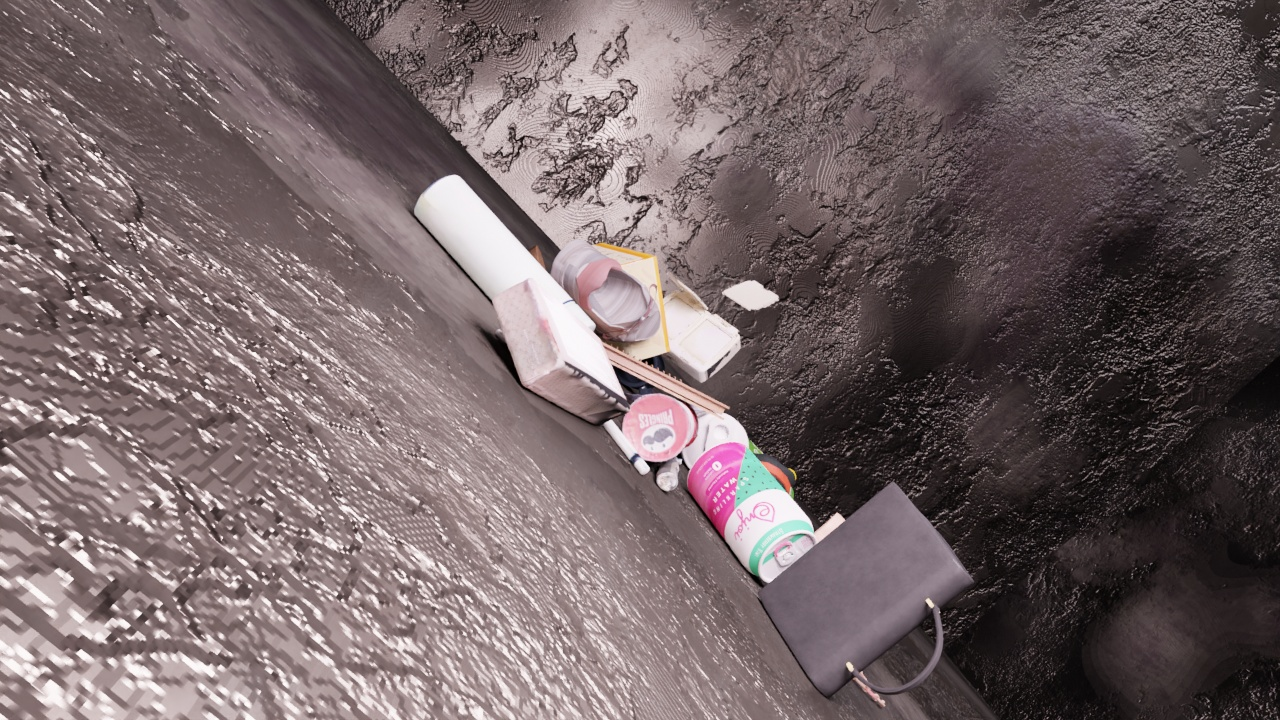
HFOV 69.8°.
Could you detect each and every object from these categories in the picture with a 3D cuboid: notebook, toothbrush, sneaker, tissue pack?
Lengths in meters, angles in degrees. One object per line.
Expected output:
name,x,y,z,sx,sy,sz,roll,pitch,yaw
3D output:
notebook,-0.007,0.007,1.153,0.210,0.022,0.169,27,0,-20
toothbrush,-0.043,0.050,0.962,0.186,0.017,0.012,50,8,33
sneaker,-0.022,-0.067,1.177,0.089,0.099,0.236,40,3,34
tissue pack,-0.078,-0.002,0.853,0.104,0.071,0.181,65,12,21
toothbrush,0.034,0.123,1.035,0.024,0.022,0.185,15,1,4

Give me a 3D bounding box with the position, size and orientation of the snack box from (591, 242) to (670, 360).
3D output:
snack box,-0.042,-0.088,1.369,0.195,0.080,0.145,26,-51,61

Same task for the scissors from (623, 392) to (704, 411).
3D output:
scissors,0.063,0.063,1.300,0.172,0.014,0.159,11,-3,-43

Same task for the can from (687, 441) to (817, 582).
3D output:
can,0.125,0.169,1.044,0.088,0.088,0.166,44,5,-41

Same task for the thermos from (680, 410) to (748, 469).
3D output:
thermos,0.101,0.119,1.346,0.099,0.099,0.220,47,0,-3

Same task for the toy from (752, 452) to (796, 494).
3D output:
toy,0.177,0.198,1.382,0.099,0.098,0.119,45,27,-20

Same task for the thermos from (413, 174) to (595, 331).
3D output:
thermos,-0.146,-0.097,0.984,0.230,0.068,0.068,48,4,7

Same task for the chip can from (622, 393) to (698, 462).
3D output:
chip can,0.030,0.077,1.086,0.073,0.073,0.233,47,3,7

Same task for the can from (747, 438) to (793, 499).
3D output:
can,0.182,0.192,1.502,0.144,0.083,0.083,45,4,-29

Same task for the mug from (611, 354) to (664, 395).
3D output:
mug,0.002,0.025,1.442,0.077,0.071,0.105,29,45,-78

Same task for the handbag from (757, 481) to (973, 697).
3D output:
handbag,0.216,0.228,0.830,0.072,0.176,0.195,47,7,-16

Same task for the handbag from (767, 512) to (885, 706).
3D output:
handbag,0.258,0.286,1.099,0.198,0.116,0.187,48,4,13

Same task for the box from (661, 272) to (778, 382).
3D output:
box,0.105,-0.088,1.403,0.143,0.193,0.101,37,-22,24

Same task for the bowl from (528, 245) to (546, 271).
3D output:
bowl,-0.121,-0.074,1.074,0.118,0.030,0.118,161,-85,-89
